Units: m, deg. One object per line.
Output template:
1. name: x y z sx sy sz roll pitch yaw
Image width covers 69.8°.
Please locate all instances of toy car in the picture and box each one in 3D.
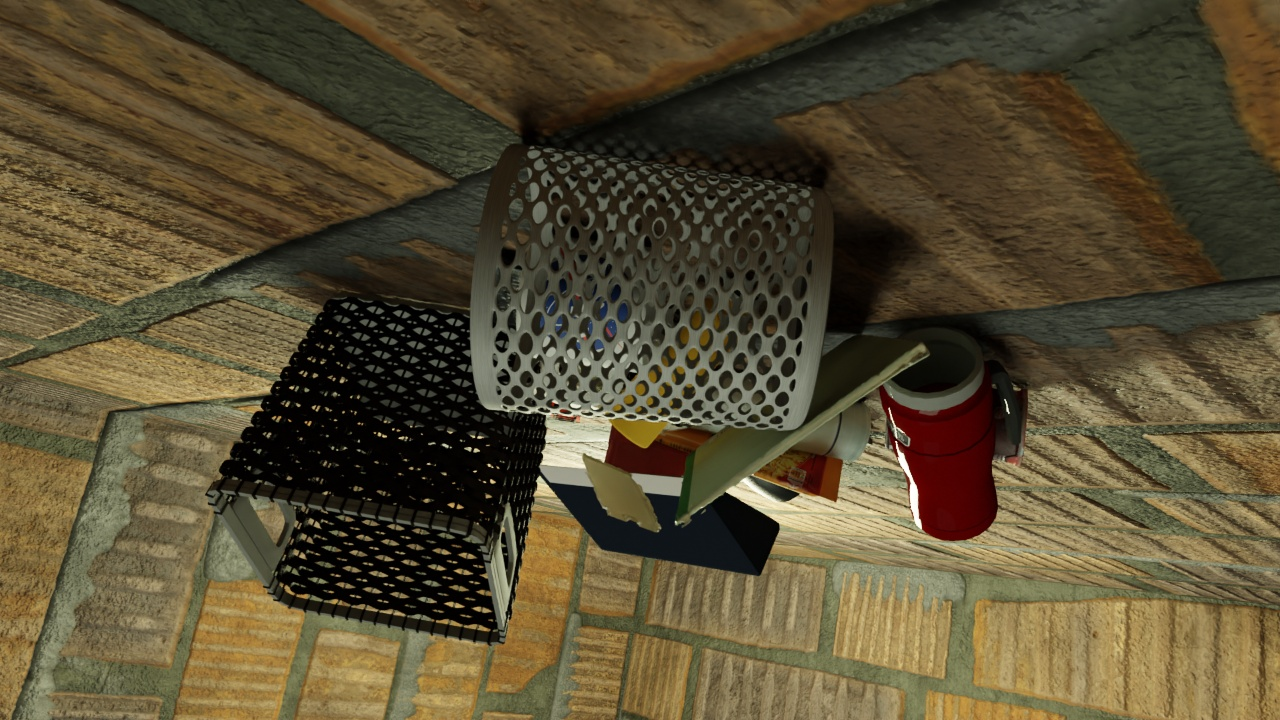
1. toy car: -0.091 0.054 1.147 0.051 0.048 0.100 11 166 -4

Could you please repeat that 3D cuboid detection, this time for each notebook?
1. notebook: 0.103 0.038 0.663 0.182 0.010 0.252 -36 180 5

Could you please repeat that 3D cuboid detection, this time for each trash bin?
1. trash bin: 0.010 -0.039 0.538 0.183 0.156 0.156 6 165 3

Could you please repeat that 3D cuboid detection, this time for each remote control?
1. remote control: -0.104 -0.059 0.794 0.047 0.022 0.150 12 163 -7

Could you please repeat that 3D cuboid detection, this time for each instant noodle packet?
1. instant noodle packet: 0.115 0.092 1.017 0.221 0.032 0.159 19 -164 10

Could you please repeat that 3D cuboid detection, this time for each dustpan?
1. dustpan: 0.043 0.185 1.078 0.237 0.079 0.273 -1 135 40

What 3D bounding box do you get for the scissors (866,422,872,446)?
1. scissors: 0.220 0.083 1.123 0.171 0.012 0.158 17 163 -24

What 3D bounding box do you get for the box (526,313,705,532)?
1. box: -0.040 0.042 0.781 0.143 0.187 0.105 25 156 -27

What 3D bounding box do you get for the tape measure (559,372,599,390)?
1. tape measure: -0.048 0.013 0.953 0.058 0.058 0.038 47 174 15

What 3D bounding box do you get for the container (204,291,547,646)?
1. container: -0.231 0.105 0.918 0.245 0.243 0.248 9 142 4

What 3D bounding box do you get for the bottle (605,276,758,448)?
1. bottle: 0.034 0.000 0.702 0.043 0.144 0.043 39 -173 -6

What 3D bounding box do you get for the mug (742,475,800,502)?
1. mug: 0.155 0.122 1.212 0.100 0.085 0.119 34 -176 -33

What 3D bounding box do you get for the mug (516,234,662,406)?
1. mug: -0.037 -0.027 0.672 0.090 0.121 0.091 8 -176 7

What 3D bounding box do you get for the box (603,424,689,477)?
1. box: 0.022 0.134 1.129 0.129 0.087 0.158 13 165 9

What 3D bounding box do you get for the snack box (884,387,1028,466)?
1. snack box: 0.295 0.056 0.861 0.121 0.072 0.072 6 165 19

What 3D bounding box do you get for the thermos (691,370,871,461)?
1. thermos: 0.127 0.054 0.975 0.230 0.067 0.068 12 165 -10

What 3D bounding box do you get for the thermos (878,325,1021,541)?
1. thermos: 0.264 0.061 0.767 0.108 0.083 0.199 -22 132 4
